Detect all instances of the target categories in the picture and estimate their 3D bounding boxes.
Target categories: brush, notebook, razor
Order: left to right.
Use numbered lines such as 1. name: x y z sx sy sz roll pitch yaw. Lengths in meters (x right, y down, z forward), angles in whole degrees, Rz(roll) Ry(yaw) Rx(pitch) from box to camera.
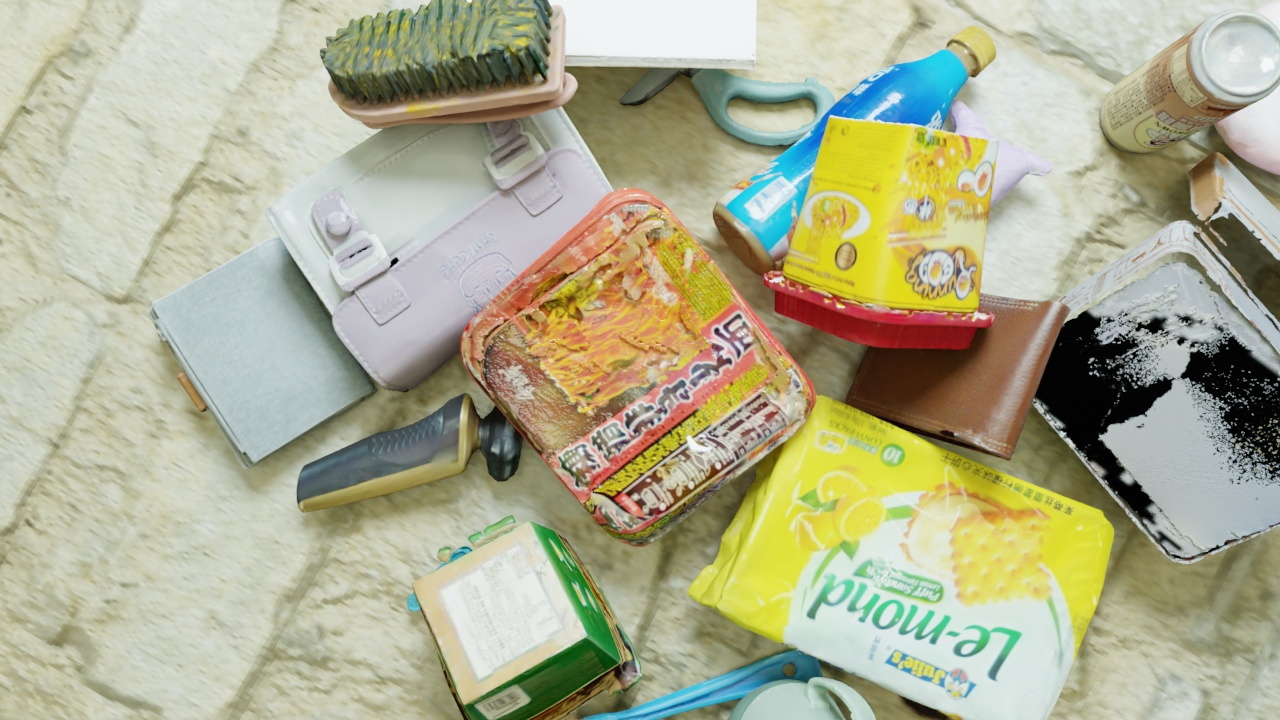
1. razor: -0.154 0.068 0.620 0.167 0.062 0.068 -18 117 4
2. brush: -0.114 -0.167 0.535 0.146 0.073 0.063 -6 66 13
3. notebook: -0.028 -0.236 0.602 0.209 0.012 0.150 3 48 5
4. brush: -0.002 0.235 0.614 0.254 0.046 0.083 -14 82 -4

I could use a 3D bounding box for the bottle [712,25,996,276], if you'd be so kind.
1. bottle: 0.148 -0.147 0.622 0.218 0.065 0.065 -40 87 -3

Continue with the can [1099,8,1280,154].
1. can: 0.354 -0.177 0.596 0.058 0.116 0.058 0 87 0

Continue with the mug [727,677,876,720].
1. mug: 0.106 0.245 0.562 0.082 0.106 0.112 14 107 -19

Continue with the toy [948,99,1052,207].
1. toy: 0.214 -0.121 0.632 0.108 0.039 0.084 -46 73 2

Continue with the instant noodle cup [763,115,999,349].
1. instant noodle cup: 0.152 -0.079 0.557 0.116 0.116 0.124 0 107 -30

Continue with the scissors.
1. scissors: 0.067 -0.237 0.651 0.170 0.019 0.181 17 87 3

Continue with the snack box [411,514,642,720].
1. snack box: -0.077 0.165 0.562 0.118 0.106 0.117 -28 66 -8

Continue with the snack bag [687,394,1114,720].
1. snack bag: 0.174 0.131 0.601 0.246 0.068 0.158 23 86 2

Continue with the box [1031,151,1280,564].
1. box: 0.368 -0.005 0.606 0.181 0.197 0.158 47 129 2

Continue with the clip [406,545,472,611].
1. clip: -0.137 0.149 0.626 0.014 0.045 0.057 45 90 0

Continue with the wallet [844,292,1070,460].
1. wallet: 0.200 0.001 0.589 0.032 0.125 0.101 26 86 -35

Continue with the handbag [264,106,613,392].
1. handbag: -0.121 -0.090 0.608 0.197 0.098 0.145 -34 92 -1

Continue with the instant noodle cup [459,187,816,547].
1. instant noodle cup: -0.003 0.003 0.590 0.165 0.079 0.189 -38 97 9

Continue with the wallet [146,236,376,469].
1. wallet: -0.261 -0.004 0.629 0.106 0.037 0.129 -33 88 -12

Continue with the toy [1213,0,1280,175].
1. toy: 0.470 -0.174 0.630 0.159 0.054 0.121 29 87 -6
